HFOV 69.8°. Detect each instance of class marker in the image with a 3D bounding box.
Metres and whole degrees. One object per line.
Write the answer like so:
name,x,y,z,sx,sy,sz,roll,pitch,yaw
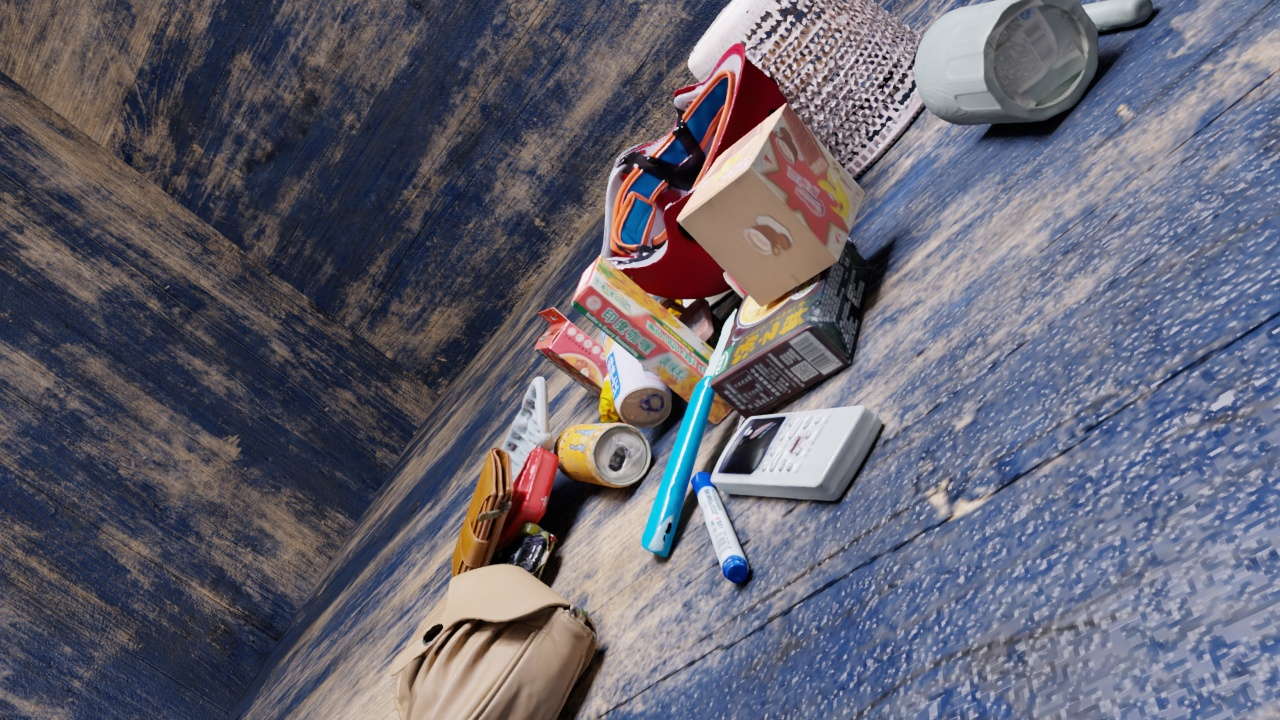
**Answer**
marker,0.051,0.106,0.600,0.017,0.017,0.145,-50,12,8

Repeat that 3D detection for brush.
brush,0.043,-0.030,0.884,0.063,0.073,0.145,-49,11,16

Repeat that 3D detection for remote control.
remote control,0.091,0.058,0.578,0.058,0.021,0.150,-55,14,-17

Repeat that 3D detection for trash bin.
trash bin,0.165,-0.296,0.932,0.228,0.192,0.227,-48,13,15

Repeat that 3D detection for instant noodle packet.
instant noodle packet,0.006,0.001,0.997,0.129,0.044,0.110,-46,19,37

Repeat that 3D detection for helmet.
helmet,0.072,-0.159,0.857,0.241,0.144,0.206,-46,27,36

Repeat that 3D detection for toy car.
toy car,-0.128,0.208,0.888,0.159,0.042,0.070,-40,20,51

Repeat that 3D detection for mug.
mug,0.264,-0.212,0.623,0.124,0.084,0.103,-26,15,2

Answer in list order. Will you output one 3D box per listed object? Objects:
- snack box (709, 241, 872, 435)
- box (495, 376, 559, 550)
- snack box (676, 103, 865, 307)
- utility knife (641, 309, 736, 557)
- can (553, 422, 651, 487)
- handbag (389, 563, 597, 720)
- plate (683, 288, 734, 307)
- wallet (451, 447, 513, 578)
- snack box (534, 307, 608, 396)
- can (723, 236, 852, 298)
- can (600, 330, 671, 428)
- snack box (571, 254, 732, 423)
snack box,0.108,-0.018,0.685,0.126,0.053,0.113,-33,21,41
box,-0.129,0.126,0.972,0.202,0.050,0.160,124,155,-55
snack box,0.097,-0.112,0.667,0.077,0.093,0.094,-31,20,44
utility knife,0.041,0.050,0.699,0.034,0.018,0.207,-37,31,64
can,-0.039,0.089,0.874,0.058,0.058,0.146,-55,13,-15
handbag,-0.117,0.222,0.677,0.147,0.100,0.205,-51,15,-16
plate,0.096,-0.120,1.044,0.164,0.034,0.163,-40,18,44
wallet,-0.153,0.165,0.884,0.119,0.035,0.131,-111,41,-73
snack box,-0.082,-0.008,1.143,0.044,0.127,0.113,-54,12,-10
can,0.122,-0.087,0.772,0.094,0.066,0.066,-47,13,17
can,-0.005,0.005,0.885,0.053,0.053,0.134,-47,30,22
snack box,0.014,-0.018,0.759,0.027,0.156,0.077,-46,13,20
